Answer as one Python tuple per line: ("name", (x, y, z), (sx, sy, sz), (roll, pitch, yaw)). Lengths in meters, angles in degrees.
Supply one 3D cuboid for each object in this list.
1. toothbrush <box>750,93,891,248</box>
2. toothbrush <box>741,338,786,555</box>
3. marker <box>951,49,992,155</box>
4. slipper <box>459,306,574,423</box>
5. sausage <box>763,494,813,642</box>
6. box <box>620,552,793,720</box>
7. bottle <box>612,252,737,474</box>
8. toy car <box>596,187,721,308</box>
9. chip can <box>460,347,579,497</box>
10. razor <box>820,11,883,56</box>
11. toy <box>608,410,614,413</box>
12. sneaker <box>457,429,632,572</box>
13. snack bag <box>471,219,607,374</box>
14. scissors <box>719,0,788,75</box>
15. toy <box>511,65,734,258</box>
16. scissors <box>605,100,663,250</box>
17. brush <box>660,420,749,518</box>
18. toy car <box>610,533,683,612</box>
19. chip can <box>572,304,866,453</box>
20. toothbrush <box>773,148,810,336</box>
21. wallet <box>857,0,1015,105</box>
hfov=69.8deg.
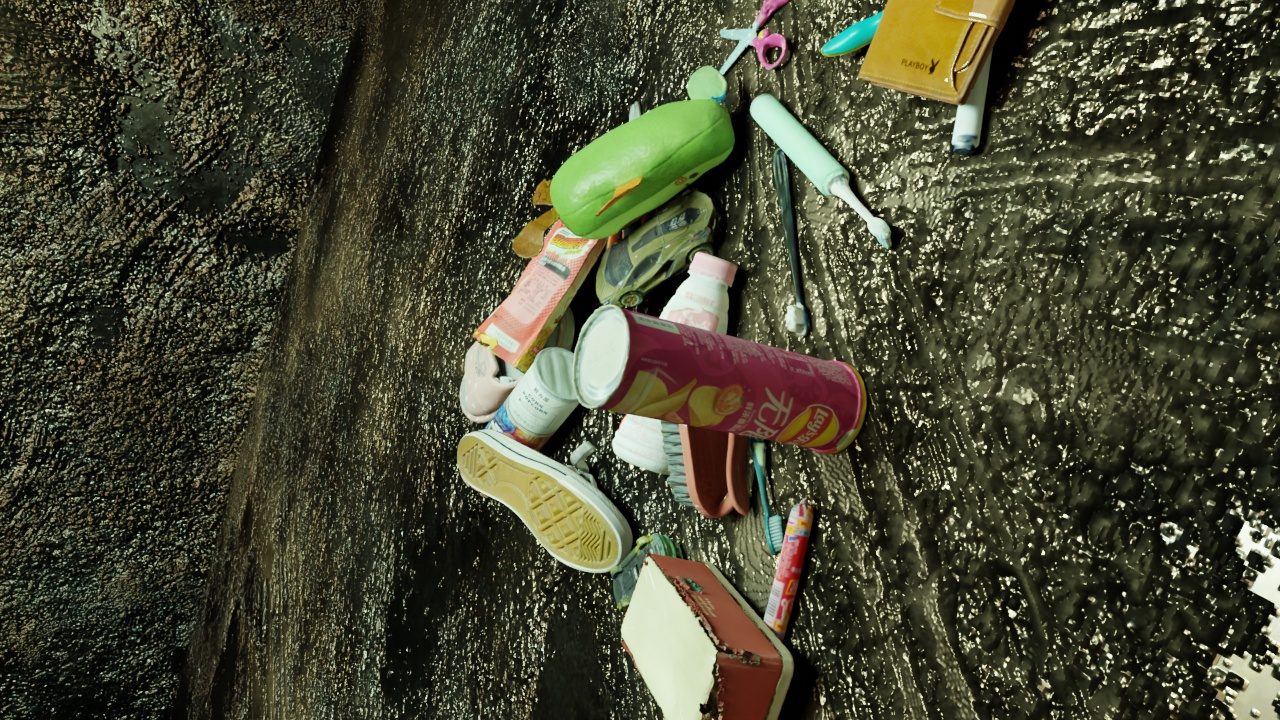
("toothbrush", (0.145, -0.159, 0.745), (0.026, 0.027, 0.224), (-32, 44, 5))
("toothbrush", (0.098, 0.065, 0.751), (0.018, 0.016, 0.191), (-25, 57, 33))
("marker", (0.233, -0.205, 0.629), (0.023, 0.018, 0.130), (5, 83, 49))
("slipper", (-0.173, 0.002, 1.160), (0.275, 0.054, 0.114), (-29, 55, 48))
("sausage", (0.107, 0.177, 0.694), (0.020, 0.020, 0.156), (18, 95, 58))
("box", (0.037, 0.222, 0.707), (0.168, 0.079, 0.091), (-142, 68, -67))
("bottle", (0.037, 0.002, 0.827), (0.068, 0.068, 0.197), (27, 98, 57))
("toy car", (0.013, -0.106, 0.896), (0.158, 0.042, 0.070), (-34, 50, 27))
("chip can", (-0.137, 0.076, 1.063), (0.215, 0.071, 0.071), (-49, 42, 39))
("razor", (0.194, -0.270, 0.701), (0.133, 0.028, 0.043), (-28, 65, 44))
("toy", (-0.005, 0.005, 0.886), (0.100, 0.031, 0.097), (-65, 1, -21))
("sneaker", (-0.088, 0.133, 0.957), (0.241, 0.087, 0.118), (26, 115, 36))
("snack bag", (-0.109, -0.091, 1.058), (0.207, 0.073, 0.129), (-57, 33, -5))
("scissors", (0.109, -0.315, 0.867), (0.133, 0.017, 0.125), (44, 118, 58))
("toy", (-0.014, -0.181, 0.891), (0.247, 0.090, 0.226), (-25, 23, 25))
("scissors", (0.008, -0.195, 0.989), (0.137, 0.021, 0.234), (2, 74, 49))
("brush", (0.056, 0.059, 0.757), (0.069, 0.063, 0.146), (-4, 94, 39))
("toy car", (0.004, 0.194, 0.834), (0.091, 0.036, 0.043), (-49, 42, 36))
("chip can", (0.059, 0.017, 0.644), (0.072, 0.210, 0.071), (-27, 57, 52))
("toothbrush", (0.123, -0.104, 0.770), (0.016, 0.018, 0.180), (-36, 49, 51))
("wallet", (0.216, -0.245, 0.625), (0.119, 0.035, 0.131), (42, 116, 54))
